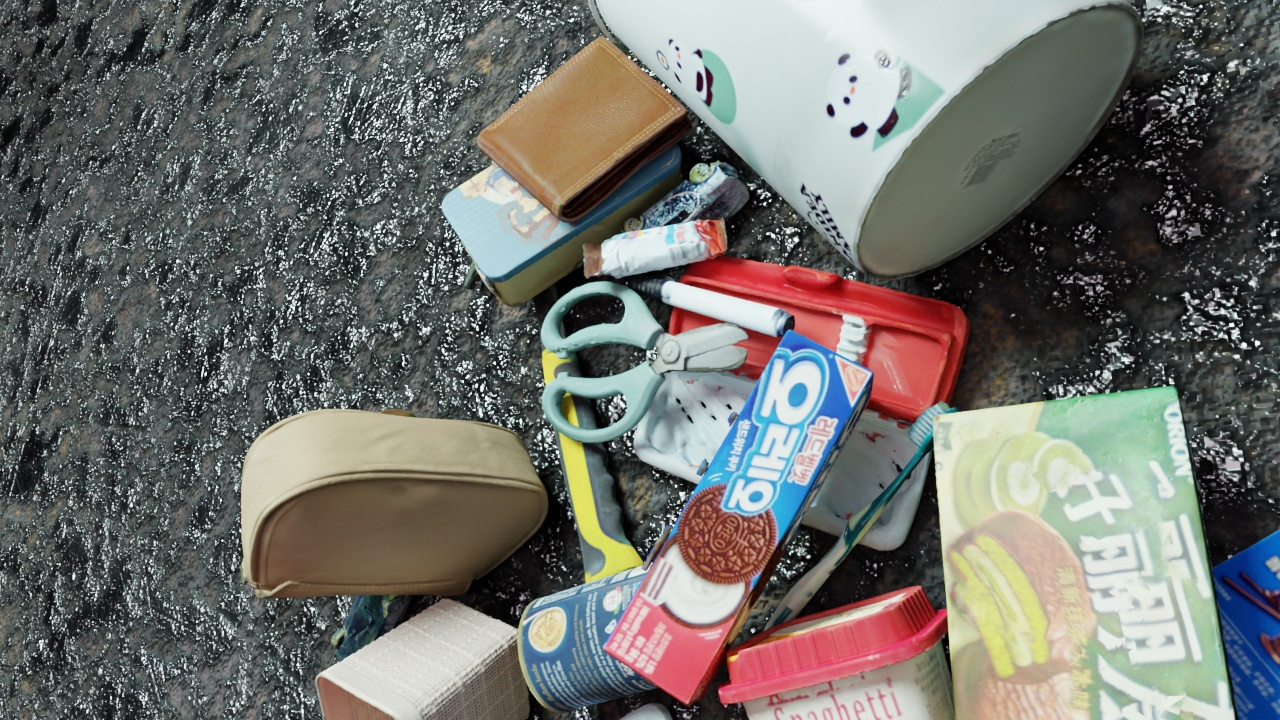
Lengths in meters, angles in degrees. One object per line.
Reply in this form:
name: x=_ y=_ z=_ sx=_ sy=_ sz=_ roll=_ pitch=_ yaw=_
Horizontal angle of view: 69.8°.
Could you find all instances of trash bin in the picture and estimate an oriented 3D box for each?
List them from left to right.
trash bin: x=0.125 y=-0.199 z=0.538 sx=0.230 sy=0.229 sz=0.251 roll=-42 pitch=62 yaw=14

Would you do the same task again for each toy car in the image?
toy car: x=-0.211 y=0.205 z=0.729 sx=0.043 sy=0.034 sz=0.090 roll=26 pitch=92 yaw=33
toy car: x=0.031 y=-0.101 z=0.664 sx=0.106 sy=0.049 sz=0.031 roll=-35 pitch=58 yaw=20

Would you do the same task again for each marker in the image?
marker: x=0.044 y=-0.040 z=0.605 sx=0.131 sy=0.018 sz=0.022 roll=18 pitch=85 yaw=38

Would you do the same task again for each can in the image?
can: x=-0.012 y=0.175 z=0.587 sx=0.111 sy=0.075 sz=0.075 roll=-23 pitch=64 yaw=24

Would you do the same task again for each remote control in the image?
remote control: x=0.019 y=0.284 z=0.566 sx=0.056 sy=0.020 sz=0.136 roll=-39 pitch=59 yaw=17

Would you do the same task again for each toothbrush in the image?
toothbrush: x=0.123 y=0.099 z=0.539 sx=0.018 sy=0.016 sz=0.192 roll=49 pitch=116 yaw=35

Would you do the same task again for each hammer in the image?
hammer: x=-0.060 y=0.013 z=0.696 sx=0.126 sy=0.032 sz=0.322 roll=-27 pitch=63 yaw=23

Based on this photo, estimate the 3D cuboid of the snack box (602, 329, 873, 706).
snack box: x=0.058 y=0.085 z=0.514 sx=0.058 sy=0.057 sz=0.207 roll=28 pitch=81 yaw=19

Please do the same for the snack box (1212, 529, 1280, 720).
snack box: x=0.279 y=0.152 z=0.440 sx=0.157 sy=0.026 sz=0.084 roll=-39 pitch=58 yaw=17

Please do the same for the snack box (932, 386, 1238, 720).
snack box: x=0.210 y=0.137 z=0.432 sx=0.115 sy=0.063 sz=0.239 roll=-10 pitch=67 yaw=31

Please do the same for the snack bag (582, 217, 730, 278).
snack bag: x=0.012 y=-0.077 z=0.627 sx=0.105 sy=0.026 sz=0.045 roll=-11 pitch=41 yaw=6

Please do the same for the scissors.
scissors: x=-0.001 y=0.011 z=0.621 sx=0.180 sy=0.019 sz=0.139 roll=5 pitch=87 yaw=35

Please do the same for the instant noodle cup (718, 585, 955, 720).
instant noodle cup: x=0.119 y=0.196 z=0.483 sx=0.117 sy=0.116 sz=0.124 roll=-24 pitch=75 yaw=24

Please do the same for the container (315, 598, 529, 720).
container: x=-0.139 y=0.228 z=0.617 sx=0.090 sy=0.110 sz=0.090 roll=11 pitch=115 yaw=35

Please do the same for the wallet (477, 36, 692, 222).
wallet: x=-0.041 y=-0.164 z=0.649 sx=0.124 sy=0.032 sz=0.101 roll=-40 pitch=67 yaw=-8

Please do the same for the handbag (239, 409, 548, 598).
handbag: x=-0.174 y=0.100 z=0.640 sx=0.148 sy=0.204 sz=0.099 roll=-55 pitch=44 yaw=27

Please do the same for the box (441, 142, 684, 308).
box: x=-0.050 y=-0.124 z=0.682 sx=0.184 sy=0.059 sz=0.090 roll=-36 pitch=70 yaw=-3

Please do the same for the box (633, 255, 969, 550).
box: x=0.096 y=0.019 z=0.594 sx=0.201 sy=0.037 sz=0.158 roll=17 pitch=94 yaw=34
